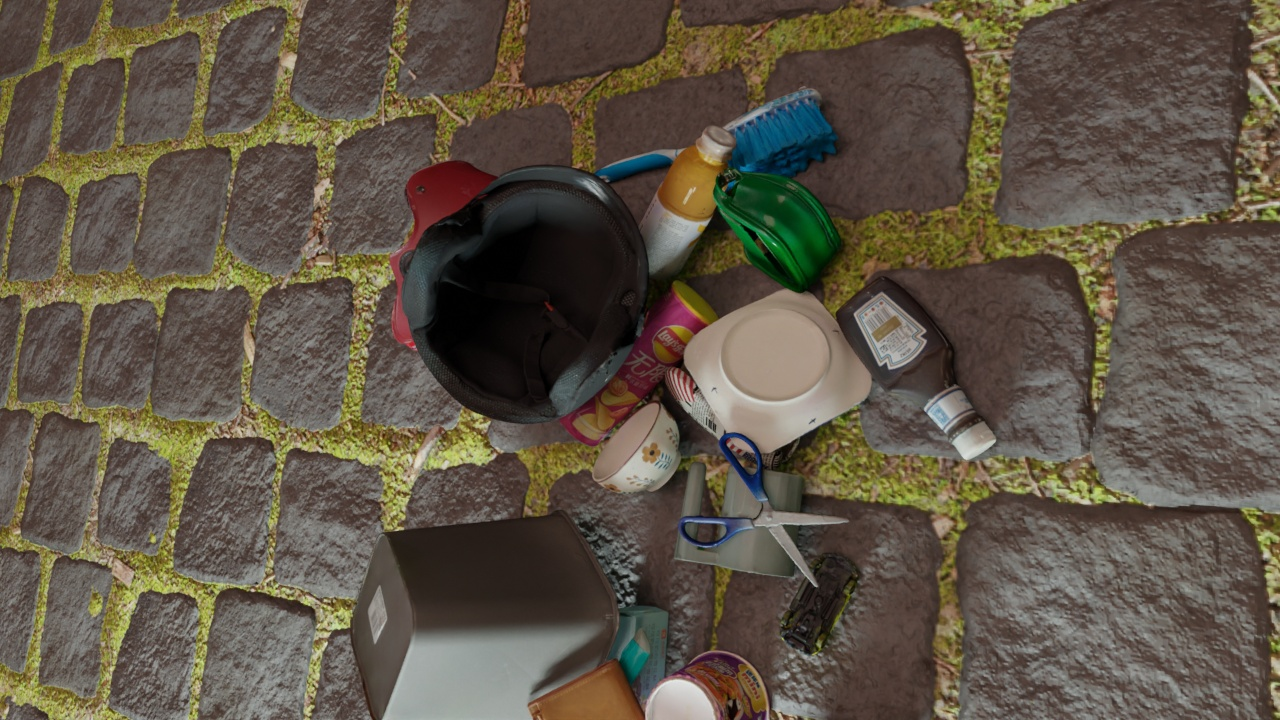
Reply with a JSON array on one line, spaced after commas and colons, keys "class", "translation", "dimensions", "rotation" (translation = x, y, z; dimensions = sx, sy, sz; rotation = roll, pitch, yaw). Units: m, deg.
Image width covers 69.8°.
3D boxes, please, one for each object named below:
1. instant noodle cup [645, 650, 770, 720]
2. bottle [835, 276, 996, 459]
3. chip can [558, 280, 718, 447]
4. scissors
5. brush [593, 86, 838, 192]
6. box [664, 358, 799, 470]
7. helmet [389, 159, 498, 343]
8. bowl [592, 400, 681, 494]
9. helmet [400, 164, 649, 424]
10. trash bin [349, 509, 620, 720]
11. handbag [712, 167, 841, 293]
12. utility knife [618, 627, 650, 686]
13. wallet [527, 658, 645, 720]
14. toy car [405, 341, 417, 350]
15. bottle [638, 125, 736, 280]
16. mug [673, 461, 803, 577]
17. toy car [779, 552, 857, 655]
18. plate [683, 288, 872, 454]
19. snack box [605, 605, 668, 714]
[{"class": "instant noodle cup", "translation": [0.064, 0.358, 0.936], "dimensions": [0.112, 0.099, 0.111], "rotation": [-6, 78, 29]}, {"class": "bottle", "translation": [0.274, 0.009, 0.902], "dimensions": [0.080, 0.044, 0.194], "rotation": [-41, 64, 19]}, {"class": "chip can", "translation": [-0.006, 0.006, 1.057], "dimensions": [0.211, 0.071, 0.071], "rotation": [-45, 62, 17]}, {"class": "scissors", "translation": [0.114, 0.148, 0.898], "dimensions": [0.162, 0.012, 0.175], "rotation": [-24, 73, 16]}, {"class": "brush", "translation": [0.074, -0.232, 1.066], "dimensions": [0.315, 0.060, 0.109], "rotation": [-21, 65, 29]}, {"class": "box", "translation": [0.088, 0.061, 0.984], "dimensions": [0.163, 0.081, 0.075], "rotation": [37, 129, 24]}, {"class": "helmet", "translation": [-0.206, -0.120, 1.138], "dimensions": [0.144, 0.206, 0.240], "rotation": [16, 95, 11]}, {"class": "bowl", "translation": [0.005, 0.107, 1.026], "dimensions": [0.062, 0.113, 0.114], "rotation": [40, 107, -12]}, {"class": "helmet", "translation": [-0.110, -0.069, 0.976], "dimensions": [0.233, 0.230, 0.275], "rotation": [33, 95, 1]}, {"class": "trash bin", "translation": [-0.175, 0.278, 0.984], "dimensions": [0.198, 0.219, 0.199], "rotation": [51, 125, 49]}, {"class": "handbag", "translation": [0.140, -0.140, 0.961], "dimensions": [0.068, 0.131, 0.120], "rotation": [-50, 53, -3]}, {"class": "utility knife", "translation": [-0.049, 0.376, 0.963], "dimensions": [0.029, 0.013, 0.221], "rotation": [36, 98, 28]}, {"class": "wallet", "translation": [-0.048, 0.388, 0.931], "dimensions": [0.119, 0.035, 0.130], "rotation": [-26, 87, 2]}, {"class": "toy car", "translation": [-0.295, -0.072, 1.265], "dimensions": [0.053, 0.045, 0.120], "rotation": [36, 103, 32]}, {"class": "bottle", "translation": [0.048, -0.173, 1.017], "dimensions": [0.068, 0.067, 0.190], "rotation": [56, 138, 26]}, {"class": "mug", "translation": [0.103, 0.161, 0.943], "dimensions": [0.124, 0.084, 0.103], "rotation": [10, 83, -3]}, {"class": "toy car", "translation": [0.182, 0.245, 0.924], "dimensions": [0.048, 0.032, 0.105], "rotation": [26, 84, 32]}, {"class": "plate", "translation": [0.139, 0.000, 0.949], "dimensions": [0.163, 0.034, 0.164], "rotation": [-28, 60, -5]}, {"class": "snack box", "translation": [-0.013, 0.358, 0.997], "dimensions": [0.052, 0.074, 0.174], "rotation": [0, 81, 32]}]
